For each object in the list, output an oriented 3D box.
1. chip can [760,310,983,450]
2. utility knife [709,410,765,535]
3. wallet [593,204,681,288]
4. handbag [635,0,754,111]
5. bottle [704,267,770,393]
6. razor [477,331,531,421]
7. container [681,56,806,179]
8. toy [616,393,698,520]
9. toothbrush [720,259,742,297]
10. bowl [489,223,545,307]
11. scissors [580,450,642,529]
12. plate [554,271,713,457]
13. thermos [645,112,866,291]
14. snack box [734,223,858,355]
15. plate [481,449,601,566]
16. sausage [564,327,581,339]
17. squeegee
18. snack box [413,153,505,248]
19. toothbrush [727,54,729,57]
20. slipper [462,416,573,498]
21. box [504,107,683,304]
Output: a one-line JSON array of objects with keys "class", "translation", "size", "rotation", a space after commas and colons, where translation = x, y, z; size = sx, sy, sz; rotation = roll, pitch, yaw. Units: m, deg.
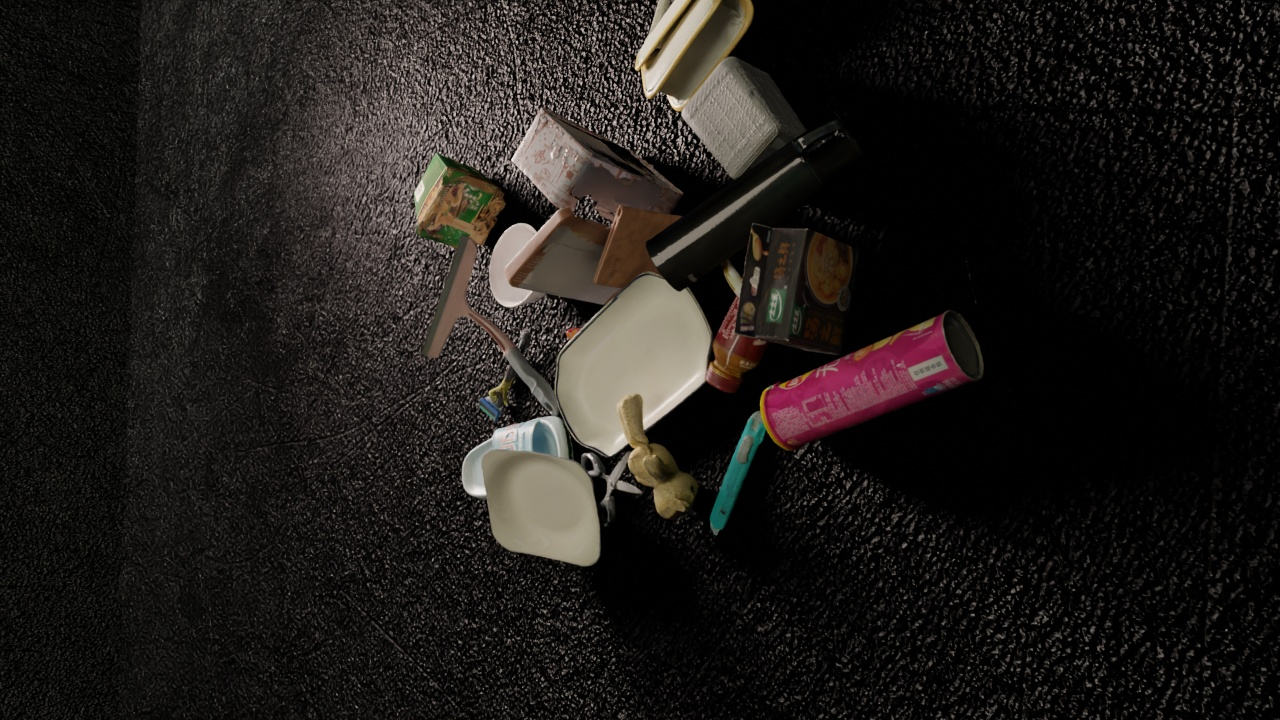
[{"class": "chip can", "translation": [0.220, 0.023, 0.893], "size": [0.211, 0.071, 0.071], "rotation": [-27, 65, 38]}, {"class": "utility knife", "translation": [0.109, 0.124, 1.027], "size": [0.029, 0.013, 0.157], "rotation": [31, 105, 45]}, {"class": "wallet", "translation": [0.006, -0.128, 1.092], "size": [0.020, 0.101, 0.116], "rotation": [-105, 28, -46]}, {"class": "handbag", "translation": [0.050, -0.422, 1.132], "size": [0.164, 0.063, 0.178], "rotation": [-46, 45, 37]}, {"class": "bottle", "translation": [0.125, -0.048, 1.007], "size": [0.057, 0.057, 0.175], "rotation": [40, 112, 41]}, {"class": "razor", "translation": [-0.191, 0.019, 1.337], "size": [0.043, 0.022, 0.143], "rotation": [36, 110, 24]}, {"class": "container", "translation": [0.122, -0.259, 1.025], "size": [0.090, 0.090, 0.114], "rotation": [-47, 57, 30]}, {"class": "toy", "translation": [0.015, 0.111, 1.071], "size": [0.157, 0.066, 0.105], "rotation": [63, 160, 9]}, {"class": "toothbrush", "translation": [0.087, -0.120, 1.040], "size": [0.191, 0.018, 0.016], "rotation": [-110, 37, -54]}, {"class": "bowl", "translation": [-0.152, -0.128, 1.292], "size": [0.119, 0.064, 0.118], "rotation": [-10, 76, 43]}, {"class": "scissors", "translation": [-0.037, 0.150, 1.115], "size": [0.175, 0.014, 0.160], "rotation": [45, 142, 51]}, {"class": "plate", "translation": [-0.007, 0.007, 1.130], "size": [0.267, 0.034, 0.162], "rotation": [-42, 67, 34]}, {"class": "thermos", "translation": [0.116, -0.171, 0.971], "size": [0.243, 0.090, 0.068], "rotation": [-35, 66, 18]}, {"class": "snack box", "translation": [0.160, -0.070, 0.926], "size": [0.053, 0.125, 0.113], "rotation": [8, 89, 43]}, {"class": "plate", "translation": [-0.123, 0.184, 1.188], "size": [0.164, 0.034, 0.164], "rotation": [7, 117, 22]}, {"class": "sausage", "translation": [-0.048, -0.030, 1.205], "size": [0.156, 0.020, 0.020], "rotation": [6, 87, 45]}, {"class": "squeegee", "translation": [-0.192, -0.013, 1.297], "size": [0.249, 0.040, 0.248], "rotation": [45, 133, 15]}, {"class": "snack box", "translation": [-0.289, -0.252, 1.416], "size": [0.118, 0.117, 0.105], "rotation": [-55, 46, 20]}, {"class": "toothbrush", "translation": [0.099, -0.370, 1.115], "size": [0.017, 0.015, 0.190], "rotation": [6, 88, 50]}, {"class": "slipper", "translation": [-0.181, 0.139, 1.272], "size": [0.246, 0.074, 0.104], "rotation": [-20, 69, 43]}, {"class": "box", "translation": [-0.073, -0.172, 1.142], "size": [0.193, 0.182, 0.156], "rotation": [-55, 49, 20]}]
